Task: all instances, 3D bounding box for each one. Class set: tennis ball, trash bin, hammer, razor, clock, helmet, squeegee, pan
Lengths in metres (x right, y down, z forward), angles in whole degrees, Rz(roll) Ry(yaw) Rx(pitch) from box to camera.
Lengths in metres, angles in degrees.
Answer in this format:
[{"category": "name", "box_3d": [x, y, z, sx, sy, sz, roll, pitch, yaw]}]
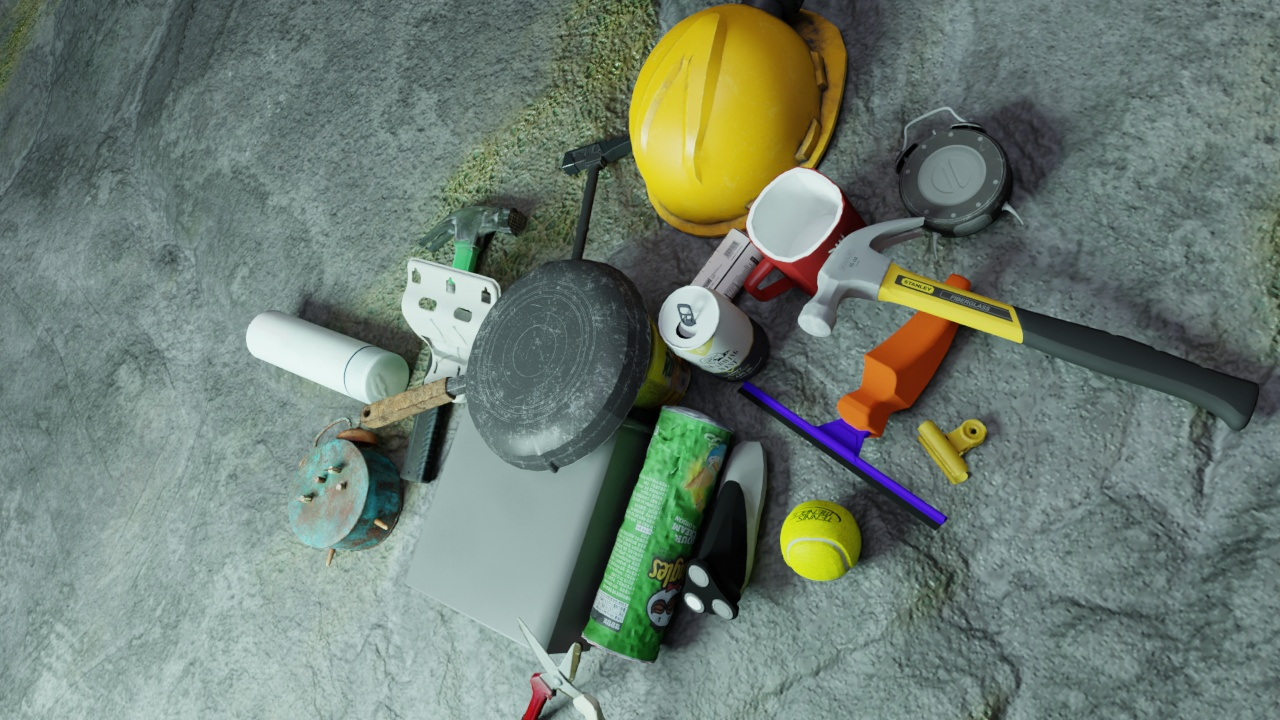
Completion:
[{"category": "tennis ball", "box_3d": [0.149, 0.149, 0.758, 0.065, 0.065, 0.065, -9, 72, 27]}, {"category": "trash bin", "box_3d": [-0.104, 0.141, 0.886, 0.192, 0.097, 0.219, 16, 85, 32]}, {"category": "hammer", "box_3d": [-0.058, -0.101, 0.918, 0.095, 0.015, 0.324, -10, 54, 27]}, {"category": "razor", "box_3d": [0.081, 0.145, 0.807, 0.057, 0.060, 0.156, 2, 58, 40]}, {"category": "clock", "box_3d": [-0.339, 0.137, 1.033, 0.121, 0.073, 0.157, -32, 62, 18]}, {"category": "helmet", "box_3d": [0.074, -0.257, 0.879, 0.205, 0.131, 0.255, 26, 91, 32]}, {"category": "hammer", "box_3d": [0.296, -0.026, 0.709, 0.324, 0.029, 0.126, 21, 67, 19]}, {"category": "hammer", "box_3d": [-0.220, -0.021, 1.036, 0.130, 0.032, 0.318, 5, 79, 30]}, {"category": "squeegee", "box_3d": [0.215, 0.008, 0.766, 0.185, 0.055, 0.249, -55, 38, 2]}, {"category": "clock", "box_3d": [0.270, -0.155, 0.789, 0.091, 0.043, 0.122, -23, 66, 22]}, {"category": "pan", "box_3d": [-0.148, 0.016, 0.861, 0.358, 0.040, 0.207, -16, 63, 29]}]

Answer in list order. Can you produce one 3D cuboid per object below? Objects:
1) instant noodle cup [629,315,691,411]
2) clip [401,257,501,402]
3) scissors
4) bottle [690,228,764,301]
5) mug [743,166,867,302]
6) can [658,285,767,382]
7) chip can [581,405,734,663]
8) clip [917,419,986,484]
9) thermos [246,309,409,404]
[{"category": "instant noodle cup", "box_3d": [-0.005, 0.005, 0.860, 0.102, 0.108, 0.102, -9, 71, 27]}, {"category": "clip", "box_3d": [-0.185, -0.033, 0.976, 0.127, 0.109, 0.151, 18, 123, 30]}, {"category": "scissors", "box_3d": [-0.056, 0.310, 0.804, 0.179, 0.015, 0.200, 39, 136, 9]}, {"category": "bottle", "box_3d": [0.070, -0.069, 0.879, 0.041, 0.041, 0.116, 40, 97, 32]}, {"category": "mug", "box_3d": [0.141, -0.099, 0.814, 0.116, 0.096, 0.080, -48, 59, 9]}, {"category": "can", "box_3d": [0.064, -0.024, 0.818, 0.064, 0.127, 0.064, -9, 72, 27]}, {"category": "chip can", "box_3d": [0.017, 0.152, 0.827, 0.075, 0.075, 0.223, 17, 84, 32]}, {"category": "clip", "box_3d": [0.255, 0.067, 0.744, 0.048, 0.046, 0.054, -54, 53, 35]}, {"category": "thermos", "box_3d": [-0.377, -0.005, 1.098, 0.230, 0.068, 0.068, 16, 84, 32]}]
